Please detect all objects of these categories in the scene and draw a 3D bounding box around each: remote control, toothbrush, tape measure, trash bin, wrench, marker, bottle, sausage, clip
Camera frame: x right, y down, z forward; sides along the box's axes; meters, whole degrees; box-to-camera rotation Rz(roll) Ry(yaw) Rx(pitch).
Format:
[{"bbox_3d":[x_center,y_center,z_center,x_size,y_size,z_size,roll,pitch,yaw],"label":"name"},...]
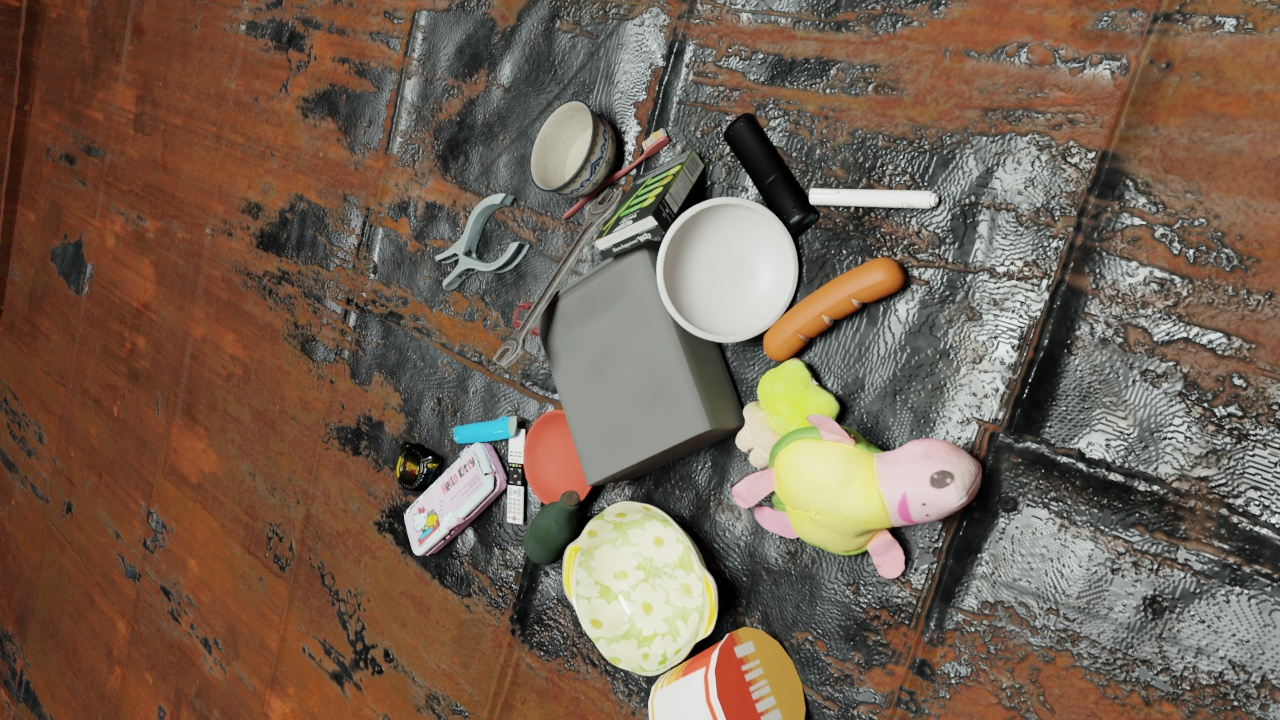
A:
[{"bbox_3d":[0.135,-0.199,0.979,0.041,0.020,0.151,-40,65,29],"label":"remote control"},{"bbox_3d":[-0.035,-0.222,1.117,0.185,0.015,0.015,-32,67,34],"label":"toothbrush"},{"bbox_3d":[-0.316,0.156,1.312,0.067,0.038,0.062,20,93,34],"label":"tape measure"},{"bbox_3d":[-0.006,0.006,1.037,0.192,0.097,0.219,-29,73,34],"label":"trash bin"},{"bbox_3d":[-0.092,-0.101,1.058,0.070,0.010,0.272,-6,48,54],"label":"wrench"},{"bbox_3d":[0.228,-0.161,0.905,0.134,0.020,0.017,10,72,38],"label":"marker"},{"bbox_3d":[-0.098,0.190,1.078,0.055,0.055,0.175,64,154,20],"label":"bottle"},{"bbox_3d":[-0.161,0.151,1.205,0.028,0.011,0.124,1,89,38],"label":"remote control"},{"bbox_3d":[0.189,-0.052,0.920,0.165,0.039,0.044,-35,87,32],"label":"sausage"},{"bbox_3d":[-0.209,-0.130,1.241,0.172,0.029,0.143,-39,64,31],"label":"clip"}]

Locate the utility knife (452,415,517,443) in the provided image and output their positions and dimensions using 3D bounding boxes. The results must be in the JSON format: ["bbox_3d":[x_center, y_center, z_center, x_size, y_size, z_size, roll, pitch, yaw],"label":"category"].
[{"bbox_3d":[-0.211,0.094,1.238,0.159,0.015,0.031,-9,86,45],"label":"utility knife"}]

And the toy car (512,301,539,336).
[{"bbox_3d":[-0.125,-0.049,1.170,0.091,0.036,0.042,18,99,31],"label":"toy car"}]

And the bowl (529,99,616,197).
[{"bbox_3d":[-0.075,-0.249,1.111,0.116,0.059,0.115,-18,64,41],"label":"bowl"}]

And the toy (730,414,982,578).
[{"bbox_3d":[0.199,0.122,0.874,0.239,0.087,0.190,-17,107,36],"label":"toy"}]

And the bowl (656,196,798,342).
[{"bbox_3d":[0.088,-0.095,0.965,0.043,0.149,0.149,-137,56,-79],"label":"bowl"}]

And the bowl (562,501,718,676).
[{"bbox_3d":[0.010,0.253,1.039,0.220,0.060,0.188,3,90,38],"label":"bowl"}]

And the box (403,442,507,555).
[{"bbox_3d":[-0.260,0.190,1.259,0.203,0.044,0.086,-43,62,31],"label":"box"}]

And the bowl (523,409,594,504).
[{"bbox_3d":[-0.091,0.122,1.136,0.122,0.035,0.122,-1,88,38],"label":"bowl"}]

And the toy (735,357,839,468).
[{"bbox_3d":[0.146,0.059,0.945,0.115,0.046,0.092,-50,63,20],"label":"toy"}]

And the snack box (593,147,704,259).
[{"bbox_3d":[0.012,-0.174,1.007,0.080,0.147,0.025,-19,119,36],"label":"snack box"}]

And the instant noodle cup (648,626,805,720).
[{"bbox_3d":[0.082,0.355,0.949,0.121,0.123,0.123,-36,67,40],"label":"instant noodle cup"}]
